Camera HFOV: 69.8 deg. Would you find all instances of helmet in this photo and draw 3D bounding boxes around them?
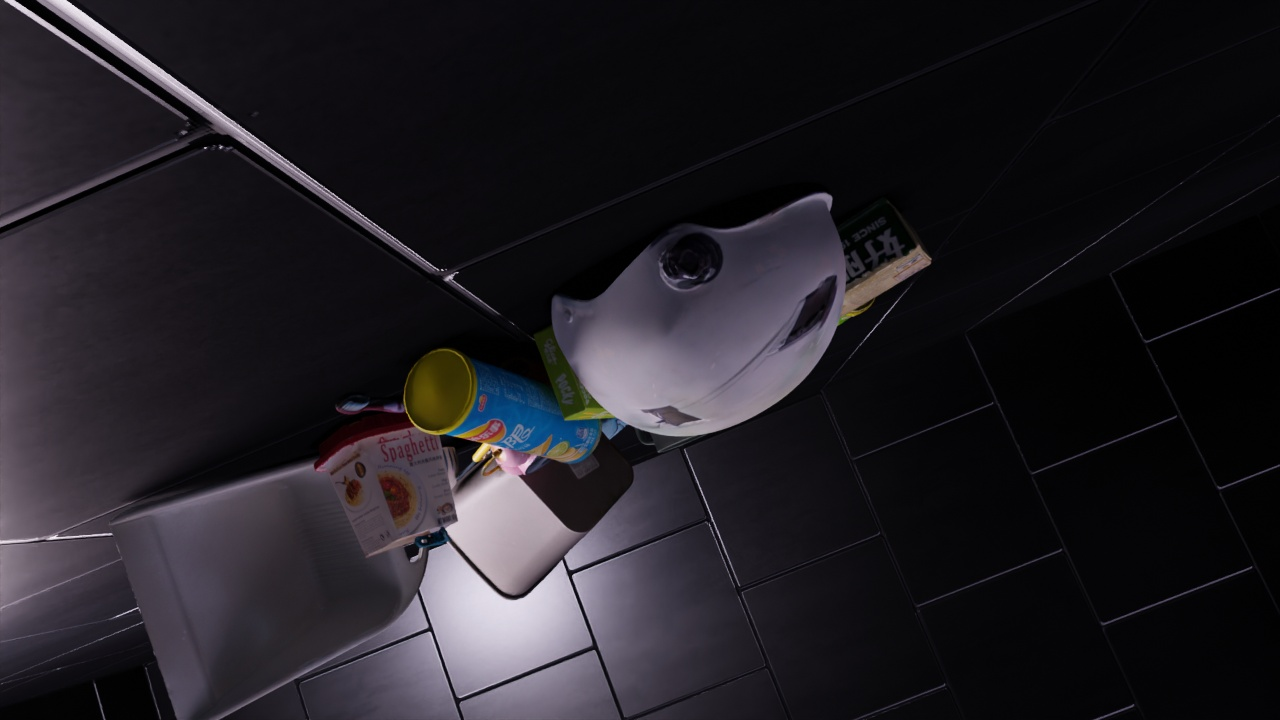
[{"bbox_3d":[0.066,-0.021,0.769,0.259,0.146,0.229,-24,170,12],"label":"helmet"}]

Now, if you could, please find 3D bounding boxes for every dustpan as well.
[{"bbox_3d":[-0.351,0.210,0.941,0.143,0.222,0.257,-13,-174,26],"label":"dustpan"}]

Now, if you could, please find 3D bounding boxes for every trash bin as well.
[{"bbox_3d":[-0.142,0.187,1.287,0.198,0.199,0.220,-43,180,-45],"label":"trash bin"}]

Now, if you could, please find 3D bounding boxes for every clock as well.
[{"bbox_3d":[-0.126,0.091,1.107,0.158,0.060,0.117,-39,171,-13],"label":"clock"}]

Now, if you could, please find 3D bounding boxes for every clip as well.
[{"bbox_3d":[-0.199,0.173,0.902,0.034,0.013,0.055,-21,167,-3],"label":"clip"}]

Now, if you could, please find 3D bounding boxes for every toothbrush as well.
[{"bbox_3d":[-0.222,0.041,0.867,0.017,0.016,0.187,-35,167,15],"label":"toothbrush"}]

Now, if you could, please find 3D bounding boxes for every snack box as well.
[{"bbox_3d":[-0.048,0.013,0.886,0.026,0.085,0.156,-25,171,16],"label":"snack box"},{"bbox_3d":[0.166,-0.065,0.919,0.241,0.063,0.114,-33,167,21],"label":"snack box"}]

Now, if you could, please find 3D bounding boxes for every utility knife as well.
[{"bbox_3d":[-0.187,0.105,1.172,0.033,0.015,0.219,-28,167,-48],"label":"utility knife"}]

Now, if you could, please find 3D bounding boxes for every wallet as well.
[{"bbox_3d":[-0.129,0.034,0.931,0.125,0.032,0.101,-38,162,20],"label":"wallet"}]

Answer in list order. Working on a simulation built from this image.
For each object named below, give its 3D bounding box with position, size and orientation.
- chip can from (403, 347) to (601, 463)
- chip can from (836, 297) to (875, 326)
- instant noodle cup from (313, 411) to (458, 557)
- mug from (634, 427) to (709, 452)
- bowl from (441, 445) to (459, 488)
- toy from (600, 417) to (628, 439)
[{"bbox_3d":[-0.116,0.046,0.827,0.071,0.071,0.210,-25,157,20],"label":"chip can"},{"bbox_3d":[0.194,-0.055,1.082,0.072,0.072,0.222,-18,169,-20],"label":"chip can"},{"bbox_3d":[-0.250,0.123,0.927,0.116,0.124,0.117,-13,166,-44],"label":"instant noodle cup"},{"bbox_3d":[0.034,0.075,1.341,0.112,0.106,0.082,-28,169,33],"label":"mug"},{"bbox_3d":[-0.296,0.166,1.239,0.116,0.066,0.116,-21,171,-4],"label":"bowl"},{"bbox_3d":[-0.059,0.102,1.461,0.156,0.050,0.162,-23,170,-18],"label":"toy"}]
